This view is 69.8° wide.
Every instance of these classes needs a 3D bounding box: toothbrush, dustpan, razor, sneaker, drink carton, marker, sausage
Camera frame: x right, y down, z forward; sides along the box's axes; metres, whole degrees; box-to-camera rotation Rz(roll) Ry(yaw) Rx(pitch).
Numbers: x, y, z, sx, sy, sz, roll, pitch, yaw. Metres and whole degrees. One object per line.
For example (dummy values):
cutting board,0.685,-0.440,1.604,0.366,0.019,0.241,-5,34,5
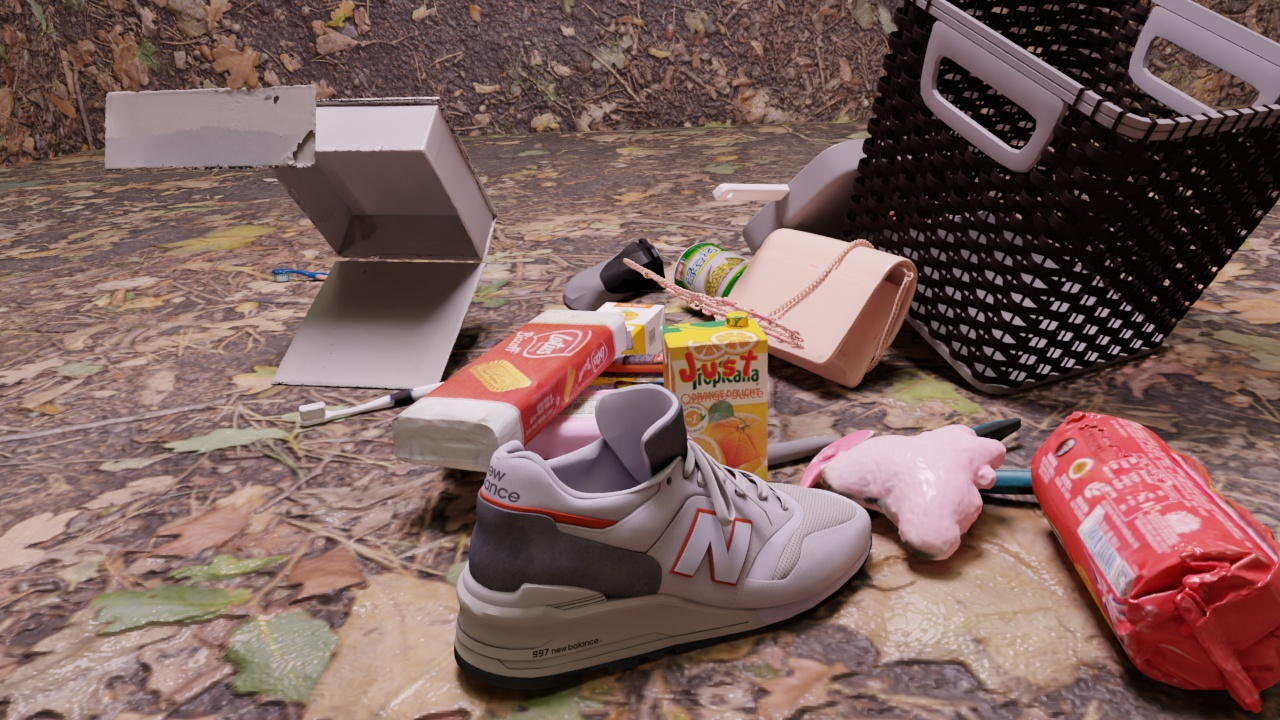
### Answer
toothbrush,-0.190,0.027,0.769,0.186,0.017,0.012,-13,43,-24
dustpan,0.162,-0.150,0.876,0.257,0.033,0.164,-10,-24,-45
razor,-0.030,-0.089,1.009,0.155,0.057,0.060,-30,4,-36
sneaker,0.019,0.072,0.462,0.239,0.124,0.089,-13,23,-25
drink carton,-0.021,-0.016,0.826,0.059,0.040,0.122,4,22,19
marker,0.075,0.067,0.628,0.138,0.016,0.022,-9,-2,-18
sausage,-0.004,0.004,0.741,0.155,0.020,0.020,0,20,24
drink carton,0.046,0.034,0.565,0.058,0.122,0.041,-5,20,-4
toothbrush,-0.403,-0.108,1.170,0.135,0.017,0.021,0,24,2
toothbrush,0.119,0.070,0.600,0.022,0.016,0.134,-7,16,43

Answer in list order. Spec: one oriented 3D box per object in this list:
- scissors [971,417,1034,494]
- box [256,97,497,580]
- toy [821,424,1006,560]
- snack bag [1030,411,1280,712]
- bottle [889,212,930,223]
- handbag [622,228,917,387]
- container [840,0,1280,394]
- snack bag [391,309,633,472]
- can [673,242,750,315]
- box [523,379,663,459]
scissors,0.211,0.071,0.587,0.148,0.019,0.118,-19,22,-24
box,-0.238,-0.016,0.876,0.167,0.446,0.164,2,12,13
toy,0.170,0.069,0.542,0.095,0.053,0.099,-28,33,-19
snack bag,0.252,0.086,0.454,0.082,0.082,0.176,-1,21,6
bottle,0.276,-0.109,0.954,0.099,0.099,0.111,-2,24,4
handbag,0.119,-0.073,0.751,0.187,0.116,0.199,30,0,-36
container,0.336,-0.150,0.745,0.245,0.244,0.247,-12,46,-23
snack bag,-0.080,0.013,0.647,0.077,0.041,0.224,3,23,20
can,0.088,-0.076,0.931,0.067,0.067,0.121,-12,22,-22
box,-0.041,0.036,0.691,0.201,0.041,0.153,-2,20,2
